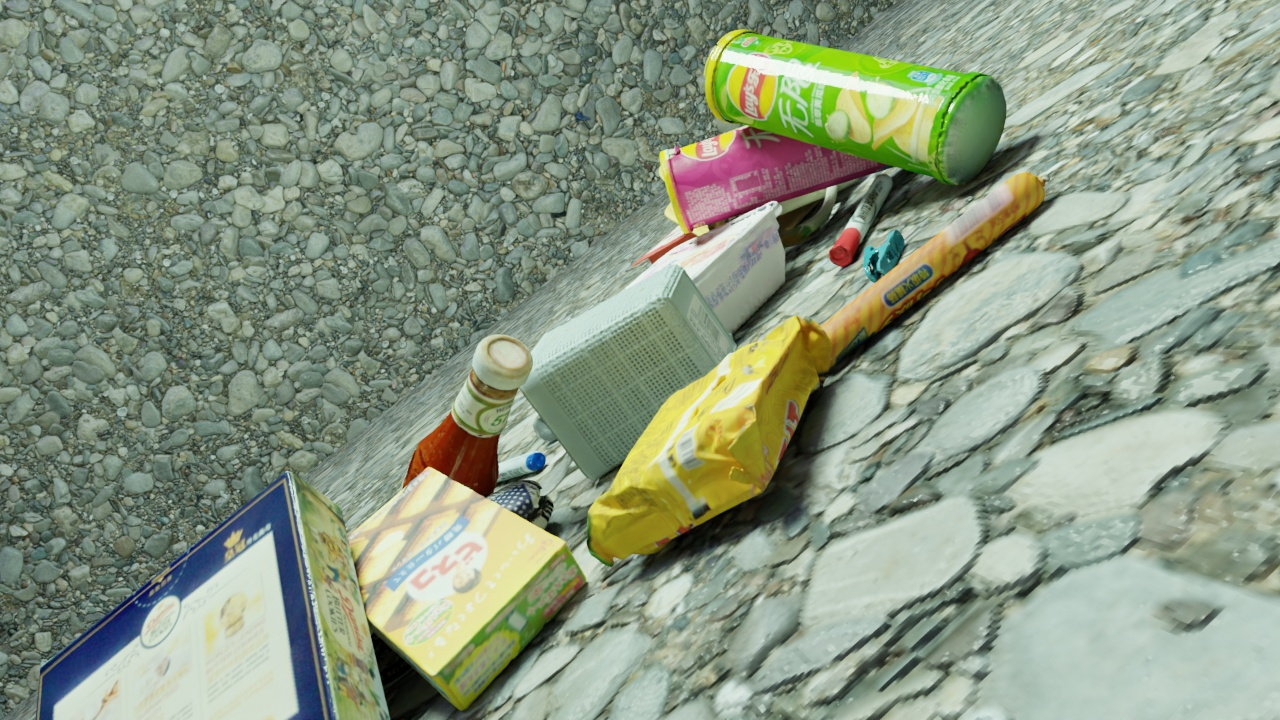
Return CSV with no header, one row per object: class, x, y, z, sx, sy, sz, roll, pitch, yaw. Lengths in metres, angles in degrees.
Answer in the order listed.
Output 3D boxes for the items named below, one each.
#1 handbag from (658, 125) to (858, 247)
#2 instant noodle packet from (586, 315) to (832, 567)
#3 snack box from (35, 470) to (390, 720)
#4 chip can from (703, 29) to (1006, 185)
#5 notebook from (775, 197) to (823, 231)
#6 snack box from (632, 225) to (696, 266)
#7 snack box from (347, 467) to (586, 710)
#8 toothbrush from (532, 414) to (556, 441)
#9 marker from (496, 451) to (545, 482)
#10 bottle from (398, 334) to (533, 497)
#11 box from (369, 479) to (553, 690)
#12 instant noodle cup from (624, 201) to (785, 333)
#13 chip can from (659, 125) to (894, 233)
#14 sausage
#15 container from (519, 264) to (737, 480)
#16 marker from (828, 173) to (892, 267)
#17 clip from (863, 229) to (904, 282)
handbag,0.119,-0.161,0.838,0.163,0.063,0.178,-24,36,-15
instant noodle packet,0.036,0.037,0.438,0.111,0.044,0.128,-39,5,35
snack box,-0.209,0.173,0.436,0.178,0.046,0.182,-38,44,4
chip can,0.145,-0.183,0.650,0.072,0.073,0.221,-42,46,-20
notebook,0.097,-0.106,0.919,0.210,0.012,0.150,-44,13,-29
snack box,0.071,-0.129,0.947,0.113,0.044,0.126,-24,17,47
snack box,-0.103,0.112,0.480,0.086,0.034,0.140,-43,37,-26
toothbrush,-0.048,0.010,0.868,0.026,0.027,0.223,5,28,17
marker,-0.119,0.095,0.777,0.016,0.017,0.146,-46,13,-34
bottle,-0.116,0.064,0.594,0.059,0.060,0.207,-51,-6,-50
box,-0.113,0.136,0.542,0.164,0.060,0.072,-44,33,-25
instant noodle cup,0.041,-0.051,0.737,0.137,0.060,0.174,-43,12,-27
chip can,0.126,-0.168,0.751,0.211,0.071,0.071,-16,15,10
sausage,0.146,-0.046,0.477,0.165,0.021,0.021,-38,11,1
container,-0.004,0.003,0.594,0.112,0.090,0.089,-31,13,21
marker,0.166,-0.108,0.682,0.017,0.017,0.144,-29,14,39
clip,0.147,-0.063,0.565,0.049,0.015,0.056,-29,12,30
